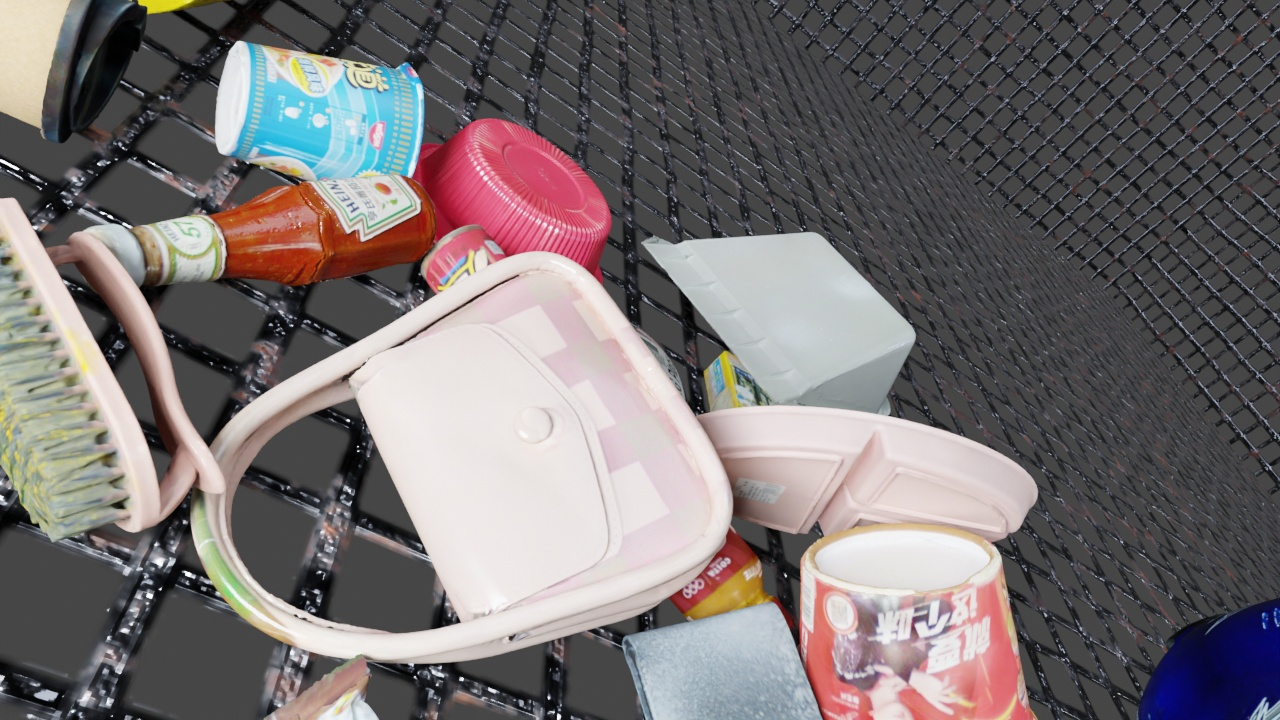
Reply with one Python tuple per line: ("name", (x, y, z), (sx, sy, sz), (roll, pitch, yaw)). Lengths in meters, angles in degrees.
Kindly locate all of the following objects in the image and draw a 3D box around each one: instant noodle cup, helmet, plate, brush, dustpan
("instant noodle cup", (-0.092, -0.124, 0.723), (0.193, 0.066, 0.193), (32, 29, -20))
("helmet", (0.545, 0.320, 0.721), (0.315, 0.241, 0.247), (12, 38, -26))
("plate", (0.128, 0.083, 0.584), (0.229, 0.230, 0.028), (25, 66, -29))
("brush", (-0.228, 0.006, 0.371), (0.072, 0.063, 0.145), (-21, 67, -48))
("dustpan", (0.146, -0.018, 0.904), (0.257, 0.143, 0.222), (-15, 52, -30))
("instant noodle cup", (0.151, 0.161, 0.522), (0.137, 0.138, 0.108), (-22, 108, -59))
("instant noodle cup", (-0.211, -0.158, 0.597), (0.109, 0.099, 0.099), (6, 44, -36))

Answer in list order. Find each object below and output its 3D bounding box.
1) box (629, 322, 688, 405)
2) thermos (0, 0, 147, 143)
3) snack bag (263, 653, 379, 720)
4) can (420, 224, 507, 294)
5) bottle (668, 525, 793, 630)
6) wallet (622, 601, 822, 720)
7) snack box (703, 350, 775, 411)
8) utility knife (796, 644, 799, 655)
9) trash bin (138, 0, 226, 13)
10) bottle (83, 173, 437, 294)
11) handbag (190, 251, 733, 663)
("box", (-0.006, 0.007, 0.652), (0.068, 0.051, 0.164), (52, 7, -19))
("thermos", (-0.337, -0.173, 0.461), (0.143, 0.093, 0.093), (18, 36, -25))
("snack bag", (-0.098, 0.166, 0.344), (0.104, 0.048, 0.026), (53, -11, 15))
("can", (-0.085, -0.024, 0.605), (0.132, 0.053, 0.053), (50, 29, 13))
("bottle", (0.020, 0.104, 0.558), (0.175, 0.058, 0.057), (48, 29, 10))
("wallet", (0.050, 0.191, 0.472), (0.097, 0.019, 0.120), (-5, 61, -30))
("snack box", (0.100, 0.060, 0.748), (0.087, 0.034, 0.140), (29, 32, -24))
("utility knife", (0.063, 0.196, 0.532), (0.217, 0.013, 0.029), (-7, 58, -55))
("trash bin", (-0.295, -0.368, 0.649), (0.229, 0.230, 0.254), (37, 34, -10))
("bottle", (-0.203, -0.069, 0.513), (0.060, 0.060, 0.205), (49, 33, 11))
("handbag", (-0.089, 0.056, 0.443), (0.233, 0.094, 0.193), (-17, 63, -33))
